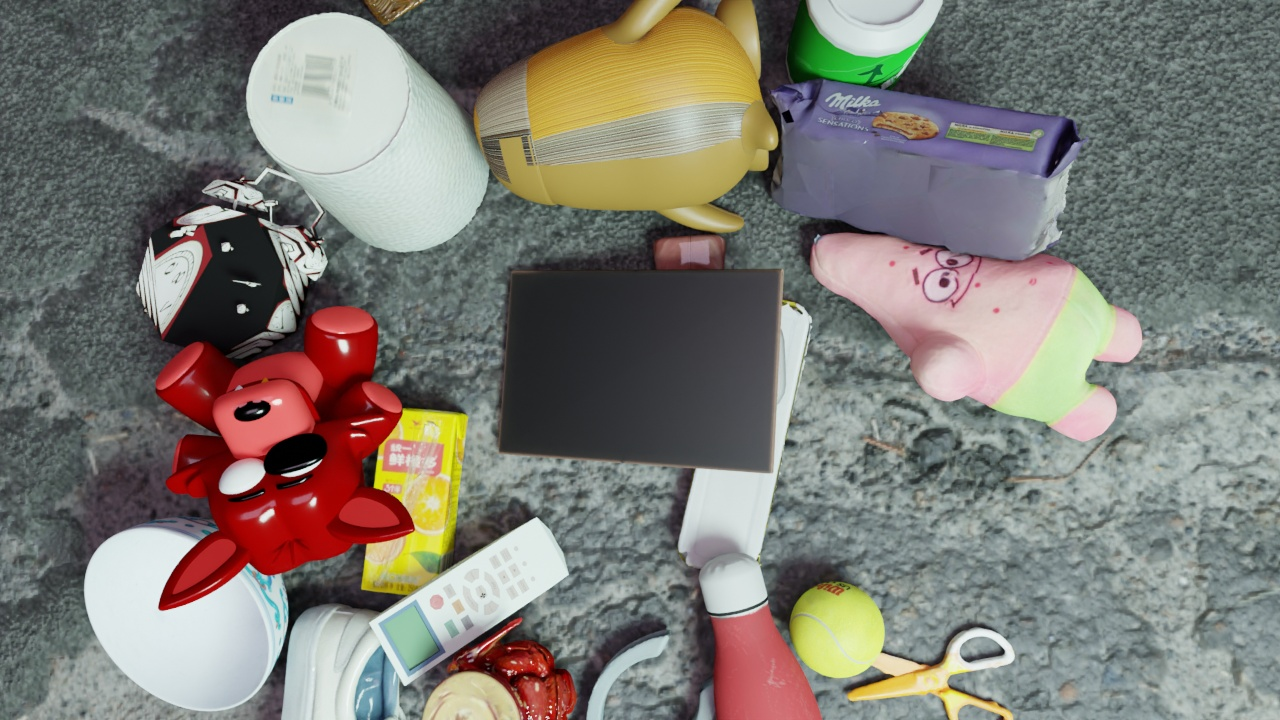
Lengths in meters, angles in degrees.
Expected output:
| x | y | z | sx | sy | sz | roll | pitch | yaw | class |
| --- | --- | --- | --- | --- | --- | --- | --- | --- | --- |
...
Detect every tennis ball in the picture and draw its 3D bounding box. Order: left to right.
| x | y | z | sx | sy | sz | roll | pitch | yaw | class |
| --- | --- | --- | --- | --- | --- | --- | --- | --- | --- |
| 0.138 | 0.190 | 0.647 | 0.065 | 0.065 | 0.065 | 0 | 85 | 2 | tennis ball |

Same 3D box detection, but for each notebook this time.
| x | y | z | sx | sy | sz | roll | pitch | yaw | class |
| --- | --- | --- | --- | --- | --- | --- | --- | --- | --- |
| -0.004 | 0.004 | 0.666 | 0.209 | 0.008 | 0.141 | 2 | 85 | 20 | notebook |

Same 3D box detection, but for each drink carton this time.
| x | y | z | sx | sy | sz | roll | pitch | yaw | class |
| --- | --- | --- | --- | --- | --- | --- | --- | --- | --- |
| -0.166 | 0.103 | 0.680 | 0.058 | 0.043 | 0.134 | 6 | 85 | 4 | drink carton |

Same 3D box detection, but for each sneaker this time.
| x | y | z | sx | sy | sz | roll | pitch | yaw | class |
| --- | --- | --- | --- | --- | --- | --- | --- | --- | --- |
| -0.200 | 0.296 | 0.640 | 0.091 | 0.089 | 0.242 | -1 | 81 | 18 | sneaker |

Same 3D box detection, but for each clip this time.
| x | y | z | sx | sy | sz | roll | pitch | yaw | class |
| --- | --- | --- | --- | --- | --- | --- | --- | --- | --- |
| -0.031 | 0.260 | 0.670 | 0.127 | 0.028 | 0.167 | 44 | 88 | 7 | clip |

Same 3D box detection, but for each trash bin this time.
| x | y | z | sx | sy | sz | roll | pitch | yaw | class |
| --- | --- | --- | --- | --- | --- | --- | --- | --- | --- |
| -0.188 | -0.157 | 0.642 | 0.133 | 0.161 | 0.133 | 0 | 85 | 3 | trash bin |

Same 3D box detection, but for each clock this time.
| x | y | z | sx | sy | sz | roll | pitch | yaw | class |
| --- | --- | --- | --- | --- | --- | --- | --- | --- | --- |
| -0.302 | -0.075 | 0.685 | 0.114 | 0.065 | 0.154 | 38 | 92 | 7 | clock |

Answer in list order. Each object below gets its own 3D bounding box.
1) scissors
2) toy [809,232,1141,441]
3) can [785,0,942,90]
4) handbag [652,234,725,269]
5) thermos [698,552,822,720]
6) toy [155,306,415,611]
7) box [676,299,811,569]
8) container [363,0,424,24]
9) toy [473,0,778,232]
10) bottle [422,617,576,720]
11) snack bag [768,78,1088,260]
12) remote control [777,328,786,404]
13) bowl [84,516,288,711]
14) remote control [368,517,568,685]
| x | y | z | sx | sy | sz | roll | pitch | yaw | class |
| --- | --- | --- | --- | --- | --- | --- | --- | --- | --- |
| 0.212 | 0.222 | 0.668 | 0.133 | 0.012 | 0.096 | 20 | 86 | 3 | scissors |
| 0.231 | -0.038 | 0.649 | 0.237 | 0.097 | 0.191 | 26 | 55 | 15 | toy |
| 0.152 | -0.234 | 0.643 | 0.088 | 0.140 | 0.087 | 0 | 85 | 2 | can |
| 0.039 | -0.033 | 0.692 | 0.055 | 0.029 | 0.119 | -3 | 90 | 7 | handbag |
| 0.089 | 0.251 | 0.633 | 0.073 | 0.073 | 0.240 | -15 | 89 | 1 | thermos |
| -0.238 | 0.059 | 0.610 | 0.158 | 0.121 | 0.197 | -15 | 41 | -10 | toy |
| 0.078 | 0.055 | 0.679 | 0.064 | 0.033 | 0.209 | 12 | 85 | 6 | box |
| -0.207 | -0.402 | 0.633 | 0.162 | 0.250 | 0.183 | -38 | 75 | -1 | container |
| -0.015 | -0.175 | 0.656 | 0.203 | 0.162 | 0.199 | -9 | 125 | 4 | toy |
| -0.095 | 0.233 | 0.631 | 0.099 | 0.111 | 0.099 | -3 | 80 | 17 | bottle |
| 0.184 | -0.128 | 0.628 | 0.206 | 0.096 | 0.058 | 16 | 55 | 24 | snack bag |
| 0.030 | 0.005 | 0.670 | 0.151 | 0.019 | 0.074 | -3 | 84 | 19 | remote control |
| -0.307 | 0.166 | 0.655 | 0.144 | 0.074 | 0.144 | 4 | 110 | 12 | bowl |
| -0.119 | 0.167 | 0.655 | 0.143 | 0.024 | 0.049 | -30 | 92 | -29 | remote control |
